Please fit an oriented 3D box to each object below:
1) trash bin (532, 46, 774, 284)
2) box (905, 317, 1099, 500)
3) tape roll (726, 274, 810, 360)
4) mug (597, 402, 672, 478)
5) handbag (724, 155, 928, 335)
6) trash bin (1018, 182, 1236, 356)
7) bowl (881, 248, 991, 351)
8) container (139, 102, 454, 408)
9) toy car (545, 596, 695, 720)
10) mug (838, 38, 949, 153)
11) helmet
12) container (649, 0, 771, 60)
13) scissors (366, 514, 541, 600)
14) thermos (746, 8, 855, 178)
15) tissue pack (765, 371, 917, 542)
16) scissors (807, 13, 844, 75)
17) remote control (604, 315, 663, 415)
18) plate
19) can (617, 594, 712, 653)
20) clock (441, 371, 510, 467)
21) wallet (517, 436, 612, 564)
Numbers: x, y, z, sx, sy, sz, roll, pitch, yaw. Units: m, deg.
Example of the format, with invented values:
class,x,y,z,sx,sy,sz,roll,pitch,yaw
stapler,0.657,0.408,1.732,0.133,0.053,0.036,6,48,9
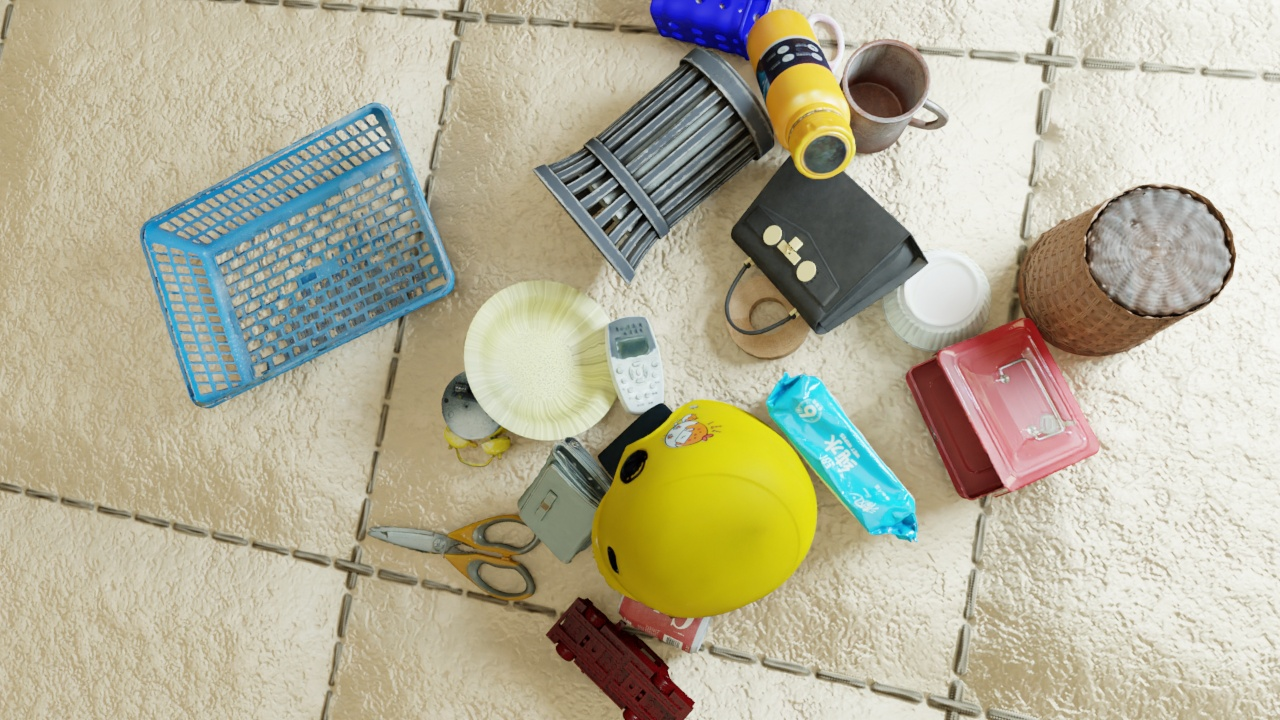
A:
class,x,y,z,sx,sy,sz,roll,pitch,yaw
trash bin,0.021,-0.220,1.016,0.227,0.164,0.164,-40,77,2
box,0.367,0.054,0.949,0.137,0.127,0.157,-19,76,-11
tape roll,0.145,-0.048,1.034,0.094,0.027,0.094,-1,84,12
mug,0.027,0.117,1.020,0.094,0.085,0.121,-43,105,1
handbag,0.169,-0.106,0.990,0.196,0.072,0.175,-42,54,11
trash bin,0.459,-0.089,0.876,0.151,0.210,0.151,-1,83,12
bowl,0.319,-0.069,0.980,0.115,0.062,0.115,-1,84,12
container,-0.410,-0.120,1.132,0.362,0.089,0.257,-24,80,9
toy car,-0.019,0.337,1.011,0.170,0.062,0.070,41,93,13
mug,0.269,-0.275,0.988,0.123,0.110,0.096,27,91,5
helmet,0.074,0.166,0.920,0.240,0.140,0.209,-43,107,-7
container,0.081,-0.411,1.059,0.114,0.084,0.085,20,90,15
scissors,-0.225,0.232,1.091,0.229,0.016,0.114,1,84,13
thermos,0.173,-0.277,0.959,0.076,0.091,0.232,-52,30,36
tissue pack,0.214,0.102,0.958,0.066,0.117,0.209,-40,78,8
scissors,0.222,-0.319,1.054,0.101,0.016,0.178,-33,78,7
remote control,-0.006,0.006,1.053,0.060,0.028,0.114,-9,82,-11
plate,-0.113,0.002,1.056,0.184,0.036,0.184,5,77,-20
can,0.027,0.280,1.011,0.096,0.054,0.054,22,89,14
clock,-0.189,0.066,1.080,0.083,0.057,0.118,10,86,13
wallet,-0.083,0.159,1.021,0.100,0.054,0.132,48,137,16
